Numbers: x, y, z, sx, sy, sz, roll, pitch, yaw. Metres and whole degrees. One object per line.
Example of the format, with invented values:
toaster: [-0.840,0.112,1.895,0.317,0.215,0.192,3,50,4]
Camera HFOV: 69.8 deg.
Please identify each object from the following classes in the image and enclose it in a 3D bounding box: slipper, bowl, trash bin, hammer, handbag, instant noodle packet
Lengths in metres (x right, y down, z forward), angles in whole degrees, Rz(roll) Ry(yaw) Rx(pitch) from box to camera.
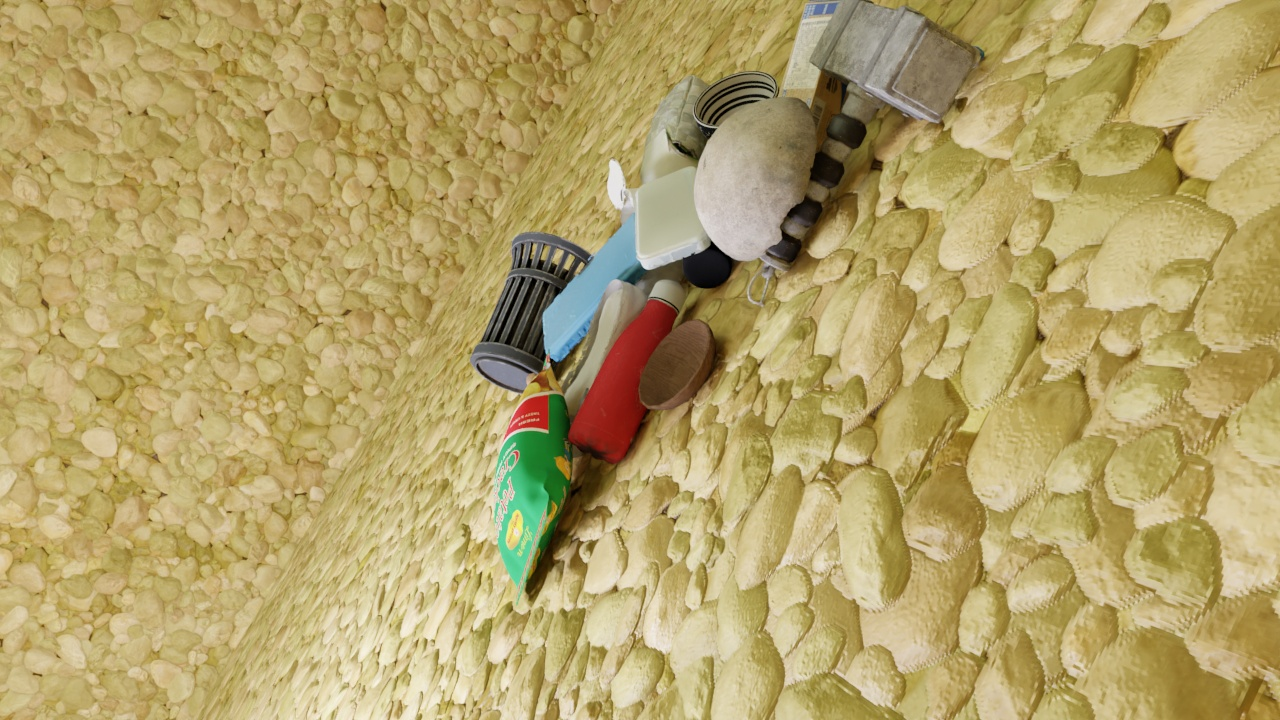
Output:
slipper: [-0.052,0.017,1.204,0.112,0.074,0.247,-122,55,-75]
bowl: [0.140,-0.337,1.272,0.120,0.066,0.120,-14,47,15]
bowl: [0.048,0.010,1.037,0.118,0.030,0.117,-40,30,29]
bowl: [0.105,-0.199,0.968,0.178,0.081,0.178,-164,91,-72]
trash bin: [-0.175,-0.070,1.509,0.165,0.164,0.227,-22,44,58]
bowl: [-0.013,-0.102,1.312,0.189,0.060,0.219,-17,45,61]
hammer: [0.194,-0.205,0.948,0.327,0.079,0.176,-62,26,18]
handbag: [0.076,-0.328,1.354,0.113,0.123,0.171,-45,26,55]
instant noodle packet: [-0.133,0.142,1.136,0.252,0.090,0.196,-95,18,-44]

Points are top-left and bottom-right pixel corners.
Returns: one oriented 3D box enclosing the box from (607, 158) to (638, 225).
box: [0.018,-0.231,1.309,0.080,0.106,0.150,102,156,-48]

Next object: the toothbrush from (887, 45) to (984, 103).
toothbrush: [0.286,-0.285,0.944,0.167,0.016,0.014,-10,54,65]

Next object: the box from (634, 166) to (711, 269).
box: [0.081,-0.196,1.142,0.189,0.037,0.208,-20,34,15]

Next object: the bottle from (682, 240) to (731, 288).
bottle: [0.083,-0.163,1.175,0.059,0.059,0.181,-46,23,29]

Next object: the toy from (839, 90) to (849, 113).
toy: [0.226,-0.305,1.076,0.115,0.046,0.092,7,68,60]

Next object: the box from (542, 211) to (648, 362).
box: [-0.053,-0.095,1.264,0.232,0.052,0.093,-44,40,33]

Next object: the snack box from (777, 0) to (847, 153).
snack box: [0.191,-0.294,1.031,0.056,0.057,0.207,20,94,47]

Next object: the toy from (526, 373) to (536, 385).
toy: [-0.122,0.073,1.287,0.105,0.085,0.074,-96,20,-46]

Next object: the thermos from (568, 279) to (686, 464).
thermos: [-0.007,0.007,1.117,0.073,0.073,0.239,-14,47,63]
